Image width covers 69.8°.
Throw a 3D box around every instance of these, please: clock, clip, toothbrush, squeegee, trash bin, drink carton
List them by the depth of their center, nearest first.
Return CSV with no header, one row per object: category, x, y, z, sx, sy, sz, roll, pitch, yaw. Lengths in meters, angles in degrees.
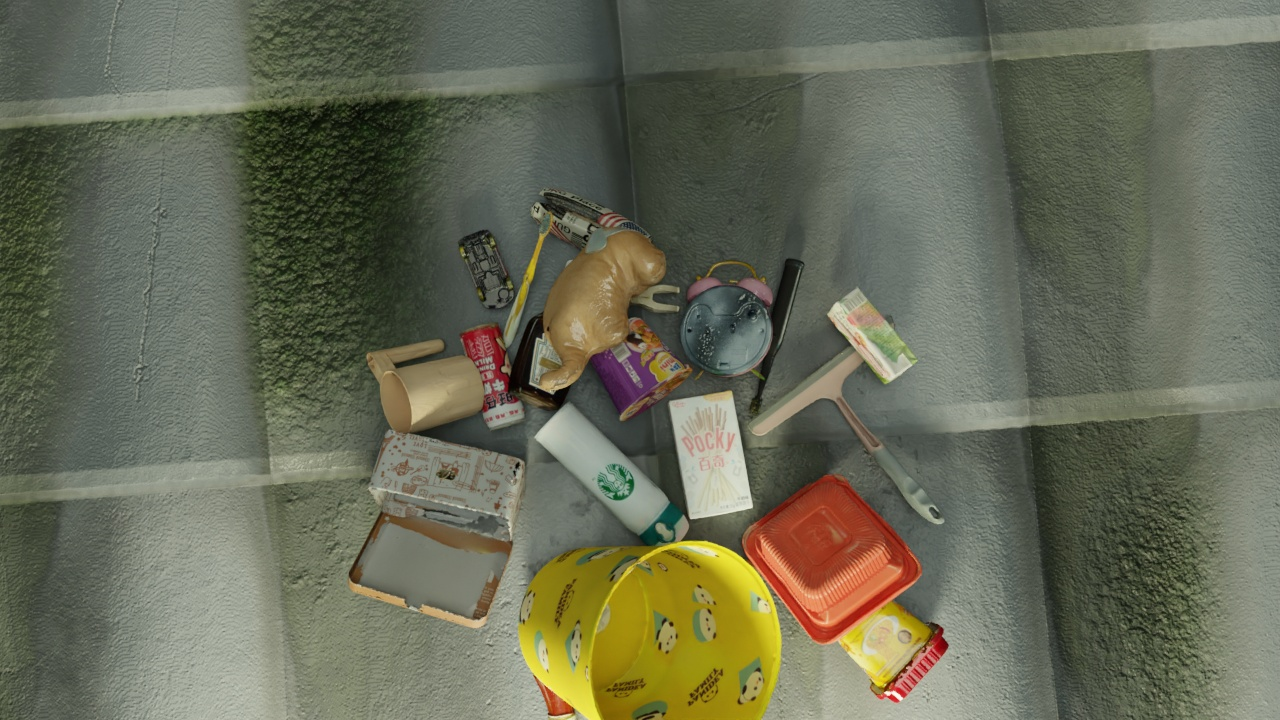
trash bin,-0.008,0.314,1.043,0.229,0.256,0.229,4,82,-28
drink carton,0.295,-0.030,1.177,0.045,0.053,0.122,-35,80,-9
clock,0.114,-0.053,1.185,0.117,0.060,0.158,1,83,14
toothbrush,-0.148,-0.102,1.186,0.016,0.018,0.191,22,105,3
squeegee,0.306,0.111,1.191,0.247,0.040,0.249,-35,80,-11
clip,0.004,-0.083,1.202,0.097,0.061,0.034,4,86,-12
toothbrush,0.176,-0.030,1.209,0.026,0.027,0.212,14,85,27

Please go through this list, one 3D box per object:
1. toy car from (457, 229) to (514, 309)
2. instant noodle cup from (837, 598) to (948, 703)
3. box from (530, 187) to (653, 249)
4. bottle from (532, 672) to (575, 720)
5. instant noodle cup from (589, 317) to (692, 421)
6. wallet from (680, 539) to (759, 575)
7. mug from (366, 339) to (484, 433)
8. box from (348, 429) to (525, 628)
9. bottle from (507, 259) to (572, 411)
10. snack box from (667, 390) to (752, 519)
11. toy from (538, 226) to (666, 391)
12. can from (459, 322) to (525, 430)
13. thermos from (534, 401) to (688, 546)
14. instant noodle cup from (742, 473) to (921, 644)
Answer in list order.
toy car,-0.201,-0.118,1.207,0.049,0.031,0.106,-23,86,-2
instant noodle cup,0.300,0.343,1.149,0.123,0.116,0.116,43,86,13
box,-0.059,-0.187,1.198,0.163,0.075,0.080,27,77,4
bottle,-0.107,0.399,1.161,0.060,0.060,0.206,-9,87,-2
instant noodle cup,-0.007,0.007,1.170,0.111,0.111,0.099,-35,78,-3
wallet,0.090,0.289,1.185,0.115,0.033,0.090,17,85,-3
mug,-0.271,0.028,1.158,0.103,0.084,0.124,-15,57,-38
box,-0.251,0.212,1.119,0.183,0.156,0.192,13,64,1
bottle,-0.108,-0.036,1.182,0.080,0.044,0.194,26,73,-28
snack box,0.091,0.122,1.198,0.084,0.027,0.156,-10,87,-1
toy,-0.062,-0.061,1.115,0.082,0.143,0.226,37,81,-39
can,-0.191,0.021,1.187,0.053,0.053,0.132,-17,86,-2
thermos,-0.033,0.153,1.170,0.224,0.073,0.073,44,86,2
instant noodle cup,0.227,0.229,1.129,0.164,0.079,0.189,-37,49,-5
